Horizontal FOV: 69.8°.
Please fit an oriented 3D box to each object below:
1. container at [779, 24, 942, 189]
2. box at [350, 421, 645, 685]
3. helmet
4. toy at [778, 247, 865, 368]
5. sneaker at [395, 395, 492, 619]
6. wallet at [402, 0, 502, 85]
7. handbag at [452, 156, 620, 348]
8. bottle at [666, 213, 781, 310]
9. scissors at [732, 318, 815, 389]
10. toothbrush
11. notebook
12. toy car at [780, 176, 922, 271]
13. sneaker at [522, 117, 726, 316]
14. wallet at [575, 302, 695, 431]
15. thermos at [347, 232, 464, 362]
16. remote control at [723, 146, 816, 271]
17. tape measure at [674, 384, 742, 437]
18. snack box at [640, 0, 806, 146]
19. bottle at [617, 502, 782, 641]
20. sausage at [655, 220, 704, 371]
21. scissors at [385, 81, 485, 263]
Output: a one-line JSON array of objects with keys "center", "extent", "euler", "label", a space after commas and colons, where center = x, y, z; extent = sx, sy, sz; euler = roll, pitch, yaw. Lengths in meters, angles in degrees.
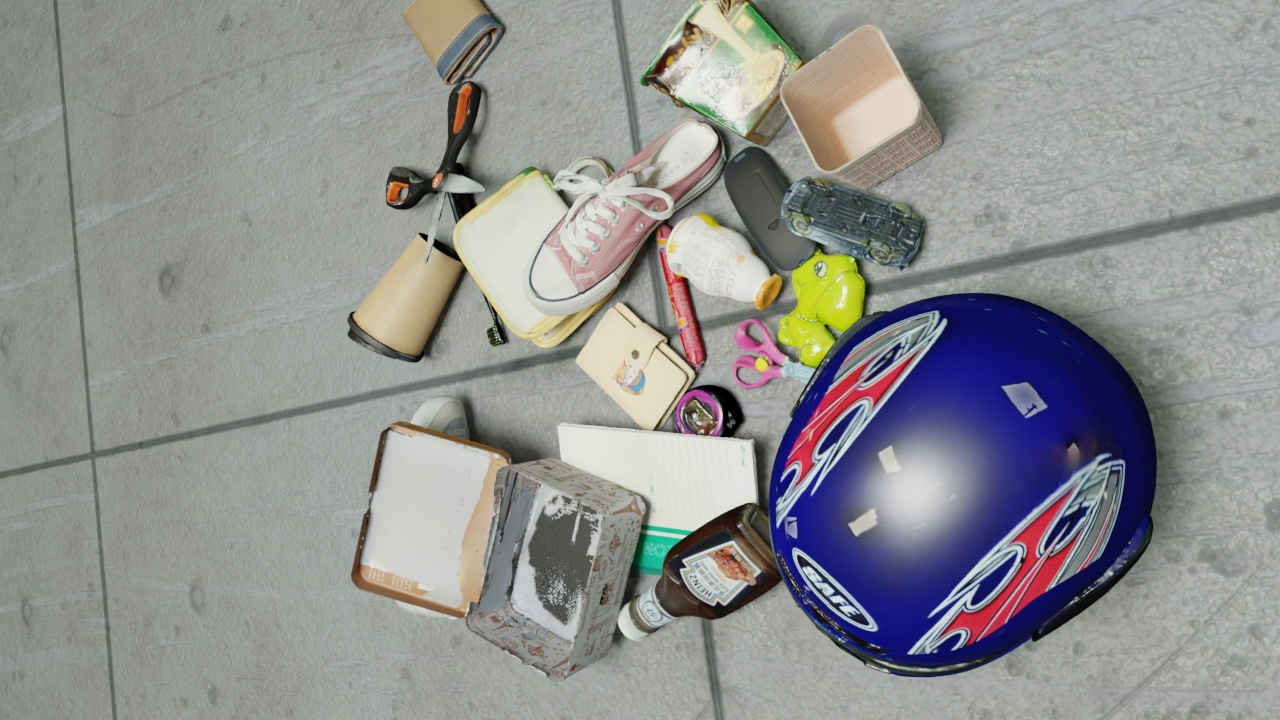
[{"center": [0.186, -0.199, 0.750], "extent": [0.090, 0.110, 0.090], "euler": [-31, 74, 26], "label": "container"}, {"center": [-0.146, 0.175, 0.892], "extent": [0.260, 0.110, 0.179], "euler": [19, 101, 27], "label": "box"}, {"center": [0.207, 0.102, 0.662], "extent": [0.247, 0.240, 0.316], "euler": [43, 110, 25], "label": "helmet"}, {"center": [0.162, -0.047, 0.807], "extent": [0.096, 0.031, 0.100], "euler": [51, 117, 22], "label": "toy"}, {"center": [-0.204, 0.160, 0.983], "extent": [0.091, 0.089, 0.242], "euler": [6, 93, 28], "label": "sneaker"}, {"center": [-0.212, -0.377, 1.029], "extent": [0.090, 0.033, 0.115], "euler": [-42, 69, 20], "label": "wallet"}, {"center": [-0.084, -0.121, 0.943], "extent": [0.179, 0.063, 0.163], "euler": [-39, 71, 8], "label": "handbag"}, {"center": [0.077, -0.088, 0.838], "extent": [0.108, 0.063, 0.063], "euler": [36, 106, 26], "label": "bottle"}, {"center": [0.133, -0.001, 0.811], "extent": [0.137, 0.017, 0.073], "euler": [13, 107, 47], "label": "scissors"}, {"center": [-0.182, -0.116, 1.010], "extent": [0.027, 0.026, 0.212], "euler": [-19, 80, 16], "label": "toothbrush"}, {"center": [0.017, 0.138, 0.879], "extent": [0.209, 0.012, 0.150], "euler": [2, 106, 30], "label": "notebook"}, {"center": [0.178, -0.116, 0.781], "extent": [0.121, 0.037, 0.054], "euler": [24, 66, 15], "label": "toy car"}, {"center": [-0.025, -0.141, 0.853], "extent": [0.241, 0.088, 0.118], "euler": [-41, 69, 6], "label": "sneaker"}, {"center": [-0.005, 0.005, 0.905], "extent": [0.115, 0.024, 0.087], "euler": [44, 114, 24], "label": "wallet"}, {"center": [-0.259, -0.067, 1.022], "extent": [0.093, 0.093, 0.143], "euler": [38, 100, 25], "label": "thermos"}, {"center": [0.112, -0.141, 0.828], "extent": [0.053, 0.024, 0.136], "euler": [-38, 60, 23], "label": "remote control"}, {"center": [0.062, 0.052, 0.858], "extent": [0.058, 0.039, 0.057], "euler": [49, 112, 21], "label": "tape measure"}, {"center": [0.086, -0.253, 0.815], "extent": [0.105, 0.118, 0.118], "euler": [43, 109, 13], "label": "snack box"}, {"center": [0.051, 0.205, 0.847], "extent": [0.080, 0.043, 0.195], "euler": [48, 123, -2], "label": "bottle"}, {"center": [0.037, -0.064, 0.887], "extent": [0.020, 0.020, 0.155], "euler": [-19, 80, 28], "label": "sausage"}, {"center": [-0.222, -0.205, 0.996], "extent": [0.221, 0.021, 0.234], "euler": [-6, 66, 47], "label": "scissors"}]
